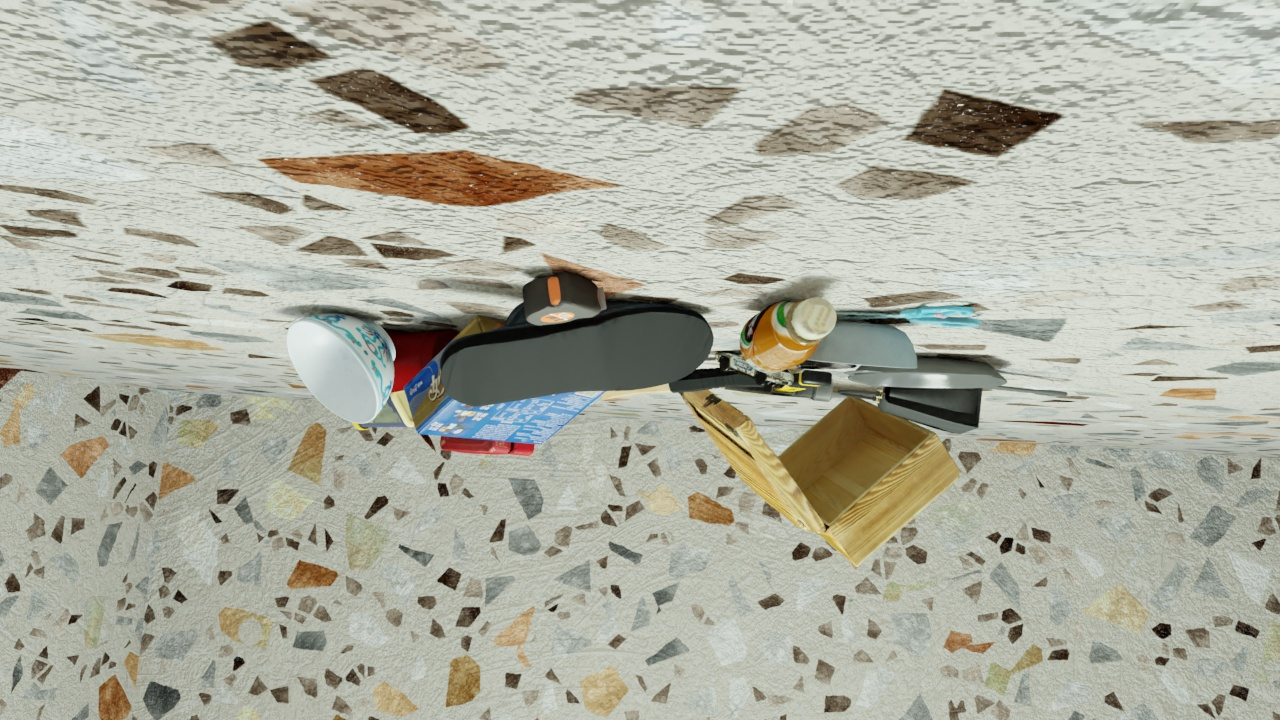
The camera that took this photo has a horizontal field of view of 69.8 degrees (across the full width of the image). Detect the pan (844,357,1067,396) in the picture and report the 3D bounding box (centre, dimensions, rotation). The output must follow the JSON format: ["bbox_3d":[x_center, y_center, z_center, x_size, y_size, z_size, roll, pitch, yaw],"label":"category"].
[{"bbox_3d":[0.422,0.022,1.196,0.354,0.024,0.217,6,173,-23],"label":"pan"}]

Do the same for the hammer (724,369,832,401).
[{"bbox_3d":[0.218,0.032,1.321,0.170,0.034,0.324,5,176,0],"label":"hammer"}]

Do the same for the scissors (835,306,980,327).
[{"bbox_3d":[0.248,-0.040,0.845,0.143,0.015,0.095,6,177,45],"label":"scissors"}]

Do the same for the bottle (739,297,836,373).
[{"bbox_3d":[0.131,-0.025,0.804,0.059,0.059,0.167,4,173,-6],"label":"bottle"}]

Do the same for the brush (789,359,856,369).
[{"bbox_3d":[0.220,0.006,1.225,0.038,0.012,0.151,9,172,-44],"label":"brush"}]

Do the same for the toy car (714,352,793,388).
[{"bbox_3d":[0.146,0.006,1.179,0.048,0.040,0.113,11,-172,-46],"label":"toy car"}]

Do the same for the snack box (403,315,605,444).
[{"bbox_3d":[-0.156,0.030,1.118,0.155,0.069,0.202,-39,150,30],"label":"snack box"}]

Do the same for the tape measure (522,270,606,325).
[{"bbox_3d":[-0.070,-0.055,0.778,0.059,0.038,0.058,-15,166,26],"label":"tape measure"}]

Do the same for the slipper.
[{"bbox_3d":[-0.063,-0.025,0.897,0.265,0.083,0.109,-8,137,-9],"label":"slipper"}]

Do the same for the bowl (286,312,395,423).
[{"bbox_3d":[-0.343,-0.004,1.100,0.144,0.144,0.074,-1,-148,39],"label":"bowl"}]

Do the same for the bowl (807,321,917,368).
[{"bbox_3d":[0.215,-0.016,0.887,0.106,0.039,0.106,4,-178,0],"label":"bowl"}]

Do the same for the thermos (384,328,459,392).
[{"bbox_3d":[-0.319,0.004,1.202,0.199,0.084,0.108,-2,166,27],"label":"thermos"}]

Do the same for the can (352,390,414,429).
[{"bbox_3d":[-0.346,0.037,1.326,0.104,0.075,0.134,-3,-148,31],"label":"can"}]

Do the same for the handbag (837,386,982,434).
[{"bbox_3d":[0.399,0.060,1.389,0.196,0.072,0.175,7,174,13],"label":"handbag"}]

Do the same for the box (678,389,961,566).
[{"bbox_3d":[0.269,0.126,1.507,0.336,0.286,0.279,50,175,-21],"label":"box"}]

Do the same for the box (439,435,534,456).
[{"bbox_3d":[-0.208,0.058,1.314,0.097,0.157,0.130,14,170,-42],"label":"box"}]

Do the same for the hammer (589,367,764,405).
[{"bbox_3d":[0.036,0.033,1.325,0.329,0.039,0.130,-7,-165,35],"label":"hammer"}]
